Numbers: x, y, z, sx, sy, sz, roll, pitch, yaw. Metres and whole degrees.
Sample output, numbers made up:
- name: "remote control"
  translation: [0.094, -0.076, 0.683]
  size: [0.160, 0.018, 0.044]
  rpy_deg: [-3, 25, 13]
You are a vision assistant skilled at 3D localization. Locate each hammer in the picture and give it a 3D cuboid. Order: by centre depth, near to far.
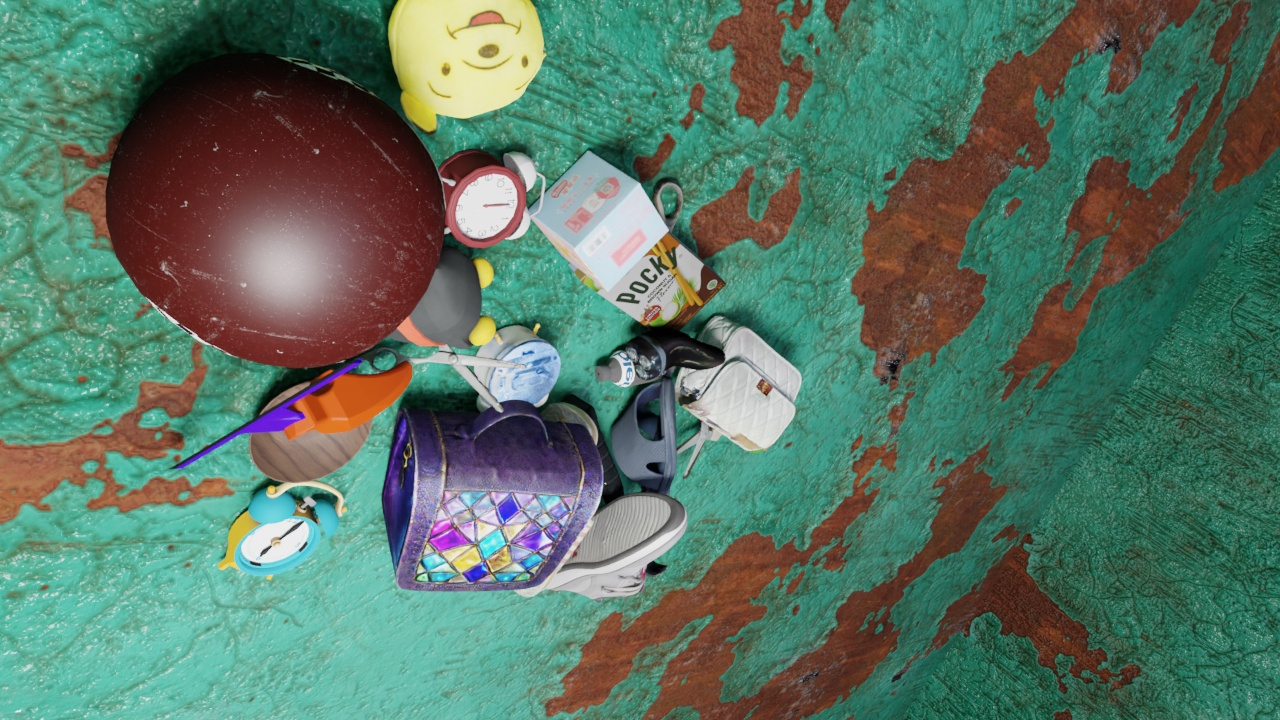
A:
- name: "hammer"
  translation: [-0.036, 0.175, 1.202]
  size: [0.025, 0.118, 0.333]
  rpy_deg: [-40, 136, -24]

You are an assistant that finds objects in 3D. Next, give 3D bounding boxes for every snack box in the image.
- name: "snack box"
  translation: [-0.043, -0.142, 0.937]
  size: [0.093, 0.095, 0.079]
  rpy_deg: [-46, 142, -5]
- name: "snack box"
  translation: [0.013, -0.099, 1.060]
  size: [0.101, 0.031, 0.186]
  rpy_deg: [-45, 142, 11]

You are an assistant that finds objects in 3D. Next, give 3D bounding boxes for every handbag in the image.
- name: "handbag"
  translation: [-0.164, 0.134, 0.982]
  size: [0.204, 0.125, 0.223]
  rpy_deg: [8, 124, -30]
- name: "handbag"
  translation: [0.138, 0.037, 1.238]
  size: [0.194, 0.072, 0.138]
  rpy_deg: [33, 84, -46]

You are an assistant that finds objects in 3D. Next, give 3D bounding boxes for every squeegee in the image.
- name: "squeegee"
  translation: [-0.266, 0.035, 0.813]
  size: [0.250, 0.055, 0.184]
  rpy_deg: [-25, -176, 30]

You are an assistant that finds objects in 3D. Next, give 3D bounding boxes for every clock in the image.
- name: "clock"
  translation: [-0.144, -0.154, 0.872]
  size: [0.124, 0.044, 0.087]
  rpy_deg: [-12, 128, -36]
- name: "clock"
  translation: [-0.363, 0.170, 0.932]
  size: [0.130, 0.043, 0.099]
  rpy_deg: [-47, 142, 8]
- name: "clock"
  translation: [-0.138, 0.020, 1.012]
  size: [0.088, 0.052, 0.126]
  rpy_deg: [-15, 130, -36]

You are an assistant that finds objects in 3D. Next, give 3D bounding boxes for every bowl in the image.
- name: "bowl"
  translation: [-0.322, 0.061, 0.887]
  size: [0.119, 0.032, 0.119]
  rpy_deg: [-25, 135, -28]

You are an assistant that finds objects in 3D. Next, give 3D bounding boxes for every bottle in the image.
- name: "bottle"
  translation: [-0.007, 0.007, 1.130]
  size: [0.112, 0.047, 0.047]
  rpy_deg: [-11, 128, -37]

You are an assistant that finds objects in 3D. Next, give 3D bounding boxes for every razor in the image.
- name: "razor"
  translation: [0.045, -0.003, 1.111]
  size: [0.140, 0.053, 0.064]
  rpy_deg: [7, 109, -41]

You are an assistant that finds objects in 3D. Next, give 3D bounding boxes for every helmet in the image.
- name: "helmet"
  translation: [-0.268, -0.102, 0.684]
  size: [0.233, 0.254, 0.233]
  rpy_deg: [29, 90, -42]

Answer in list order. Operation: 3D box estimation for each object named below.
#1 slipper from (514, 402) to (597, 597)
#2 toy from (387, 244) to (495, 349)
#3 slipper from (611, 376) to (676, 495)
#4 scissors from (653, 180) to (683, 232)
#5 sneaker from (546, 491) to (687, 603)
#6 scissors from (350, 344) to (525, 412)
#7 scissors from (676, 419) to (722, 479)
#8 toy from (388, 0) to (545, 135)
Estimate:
- name: "slipper"
  translation: [-0.109, 0.170, 1.121]
  size: [0.052, 0.115, 0.263]
  rpy_deg: [-19, 133, -57]
- name: "toy"
  translation: [-0.207, -0.057, 0.853]
  size: [0.119, 0.097, 0.099]
  rpy_deg: [-12, 160, 18]
- name: "slipper"
  translation: [0.003, 0.119, 1.191]
  size: [0.082, 0.101, 0.264]
  rpy_deg: [-1, 144, -4]
- name: "scissors"
  translation: [0.016, -0.133, 1.066]
  size: [0.153, 0.012, 0.164]
  rpy_deg: [-10, 132, -35]
- name: "sneaker"
  translation: [-0.020, 0.253, 1.172]
  size: [0.128, 0.096, 0.264]
  rpy_deg: [35, 133, -28]
- name: "scissors"
  translation: [-0.202, 0.002, 0.907]
  size: [0.165, 0.014, 0.141]
  rpy_deg: [-22, 91, -6]
- name: "scissors"
  translation: [0.115, 0.079, 1.308]
  size: [0.179, 0.015, 0.200]
  rpy_deg: [8, 104, -54]
- name: "toy"
  translation: [-0.134, -0.298, 0.735]
  size: [0.148, 0.084, 0.214]
  rpy_deg: [-12, 130, -28]
